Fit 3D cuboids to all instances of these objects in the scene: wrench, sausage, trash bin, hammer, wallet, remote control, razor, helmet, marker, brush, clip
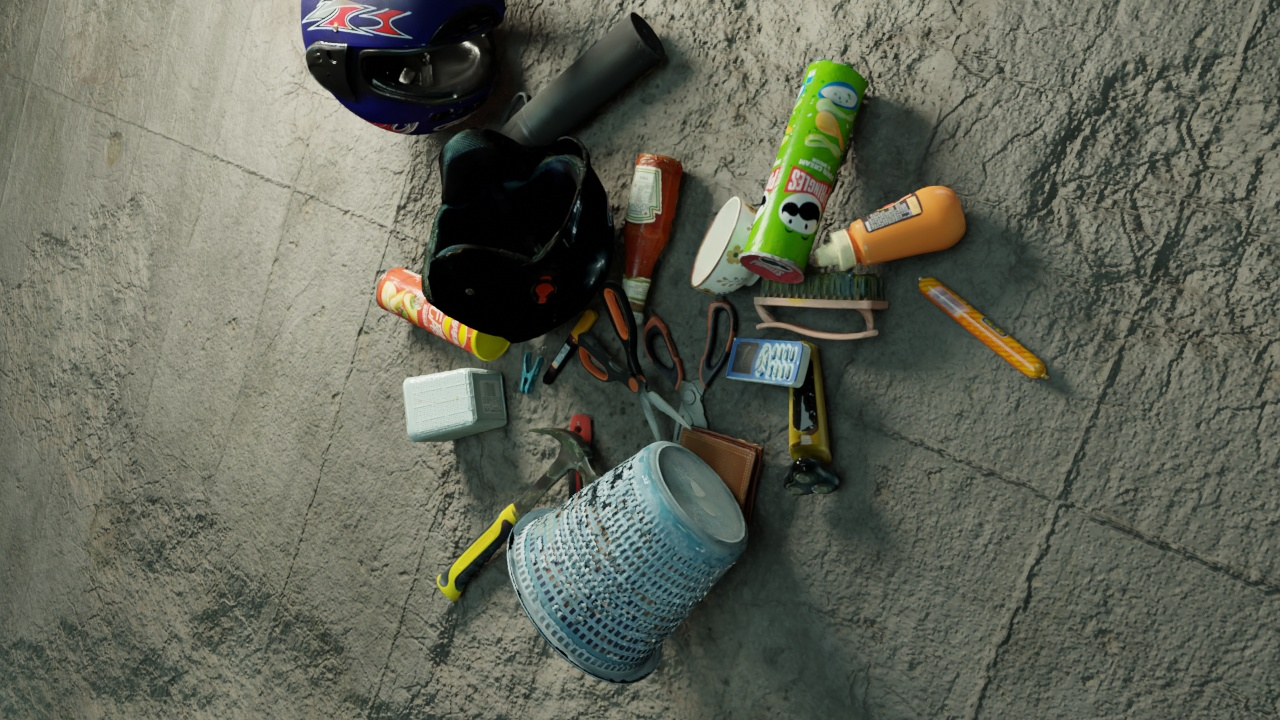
[{"bbox_3d":[-0.085,0.206,1.182,0.056,0.016,0.273,6,90,32],"label":"wrench"},{"bbox_3d":[0.343,-0.034,0.925,0.165,0.021,0.021,46,110,26],"label":"sausage"},{"bbox_3d":[0.002,0.203,1.002,0.195,0.226,0.226,-44,66,22],"label":"trash bin"},{"bbox_3d":[-0.173,0.209,1.216,0.324,0.031,0.126,-46,62,25],"label":"hammer"},{"bbox_3d":[0.084,0.144,1.064,0.101,0.032,0.125,17,106,32],"label":"wallet"},{"bbox_3d":[0.141,0.002,1.021,0.125,0.024,0.049,8,82,57],"label":"remote control"},{"bbox_3d":[0.182,0.062,0.999,0.062,0.067,0.167,-6,77,23],"label":"razor"},{"bbox_3d":[-0.142,-0.147,1.120,0.275,0.230,0.233,-24,49,24],"label":"helmet"},{"bbox_3d":[-0.093,-0.017,1.204,0.018,0.015,0.124,47,113,28],"label":"marker"},{"bbox_3d":[-0.305,-0.424,1.229,0.316,0.246,0.241,28,141,36],"label":"helmet"},{"bbox_3d":[0.190,-0.060,1.000,0.146,0.063,0.073,4,96,33],"label":"brush"},{"bbox_3d":[-0.150,0.018,1.237,0.038,0.013,0.055,18,95,32],"label":"clip"}]

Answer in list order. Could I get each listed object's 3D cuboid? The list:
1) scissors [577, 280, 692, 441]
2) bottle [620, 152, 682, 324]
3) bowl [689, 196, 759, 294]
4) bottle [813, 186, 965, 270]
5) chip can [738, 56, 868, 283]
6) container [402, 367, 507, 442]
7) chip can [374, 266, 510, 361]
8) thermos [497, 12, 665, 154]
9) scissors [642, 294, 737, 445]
[{"bbox_3d":[-0.013,0.011,1.111,0.229,0.021,0.221,9,114,55],"label":"scissors"},{"bbox_3d":[0.006,-0.147,1.124,0.060,0.059,0.206,14,96,32],"label":"bottle"},{"bbox_3d":[0.109,-0.122,1.044,0.062,0.113,0.113,23,102,-13],"label":"bowl"},{"bbox_3d":[0.251,-0.128,0.940,0.149,0.067,0.066,-18,76,7],"label":"bottle"},{"bbox_3d":[0.175,-0.202,0.979,0.072,0.072,0.235,14,78,32],"label":"chip can"},{"bbox_3d":[-0.250,0.060,1.254,0.112,0.090,0.090,-12,81,28],"label":"container"},{"bbox_3d":[-0.279,-0.069,1.289,0.217,0.073,0.073,25,100,31],"label":"chip can"},{"bbox_3d":[-0.087,-0.355,1.188,0.243,0.068,0.090,-30,77,27],"label":"thermos"},{"bbox_3d":[0.060,0.022,1.104,0.189,0.015,0.226,-42,68,23],"label":"scissors"}]
